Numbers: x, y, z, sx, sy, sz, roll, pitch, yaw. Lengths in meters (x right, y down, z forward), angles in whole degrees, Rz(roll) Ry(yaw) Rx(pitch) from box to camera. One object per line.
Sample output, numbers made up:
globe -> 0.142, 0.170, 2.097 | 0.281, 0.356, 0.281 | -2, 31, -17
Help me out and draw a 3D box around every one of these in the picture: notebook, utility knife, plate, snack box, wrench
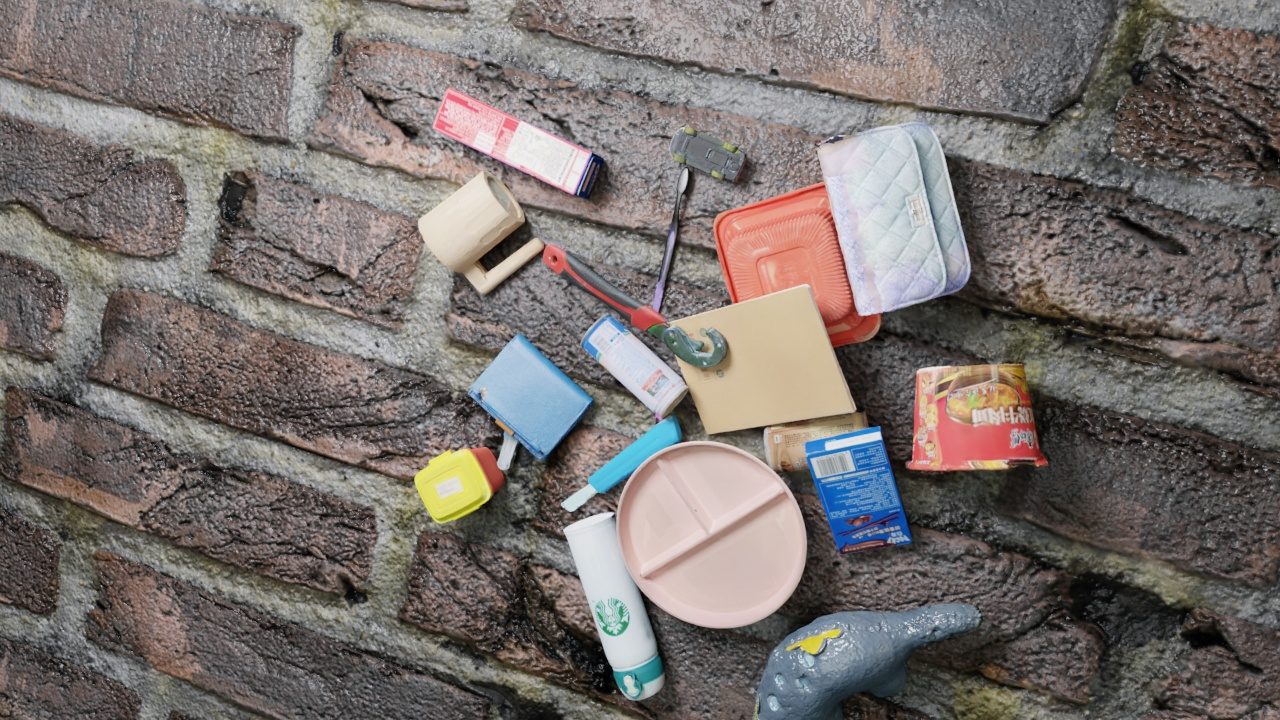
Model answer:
notebook -> 0.128, 0.005, 1.033 | 0.208, 0.008, 0.148 | -14, 102, 43
utility knife -> -0.027, 0.134, 1.138 | 0.199, 0.018, 0.034 | -38, 75, 22
plate -> 0.083, 0.203, 1.079 | 0.230, 0.028, 0.229 | 4, 101, 19
snack box -> 0.245, 0.149, 1.029 | 0.085, 0.026, 0.157 | -14, 120, 16
snack box -> -0.226, 0.152, 1.169 | 0.091, 0.080, 0.082 | -28, 88, 16
snack box -> -0.148, -0.262, 1.119 | 0.207, 0.057, 0.058 | 27, 99, 12
wrench -> -0.013, -0.066, 1.096 | 0.273, 0.016, 0.056 | 31, 128, 23

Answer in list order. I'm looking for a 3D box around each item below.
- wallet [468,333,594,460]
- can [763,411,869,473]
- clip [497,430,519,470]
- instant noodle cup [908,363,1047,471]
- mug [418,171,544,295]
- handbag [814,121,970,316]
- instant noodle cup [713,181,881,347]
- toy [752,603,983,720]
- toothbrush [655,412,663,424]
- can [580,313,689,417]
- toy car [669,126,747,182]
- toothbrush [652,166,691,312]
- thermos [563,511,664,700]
wallet -> -0.138, 0.047, 1.155 | 0.133, 0.040, 0.106 | 41, 94, 9
can -> 0.204, 0.094, 1.053 | 0.116, 0.058, 0.058 | -10, 92, 17
clip -> -0.168, 0.114, 1.182 | 0.025, 0.031, 0.057 | 16, 91, 11
instant noodle cup -> 0.352, 0.060, 0.977 | 0.138, 0.137, 0.108 | -4, 85, 16
mug -> -0.195, -0.156, 1.137 | 0.104, 0.084, 0.124 | -35, 110, 14
handbag -> 0.269, -0.154, 0.976 | 0.134, 0.076, 0.194 | -17, 92, -18
instant noodle cup -> 0.172, -0.094, 1.034 | 0.165, 0.079, 0.189 | -15, 96, 21
toy -> 0.225, 0.364, 1.060 | 0.138, 0.091, 0.357 | 45, 107, -5
toothbrush -> 0.023, 0.124, 1.130 | 0.014, 0.017, 0.189 | 1, 94, 17
can -> -0.007, 0.006, 1.103 | 0.134, 0.053, 0.053 | 42, 104, 11
toy car -> 0.078, -0.239, 1.068 | 0.090, 0.035, 0.042 | 26, 100, 12
toothbrush -> 0.037, -0.138, 1.104 | 0.014, 0.016, 0.189 | 18, 103, 25
thermos -> -0.029, 0.305, 1.132 | 0.073, 0.073, 0.224 | -18, 90, 16
